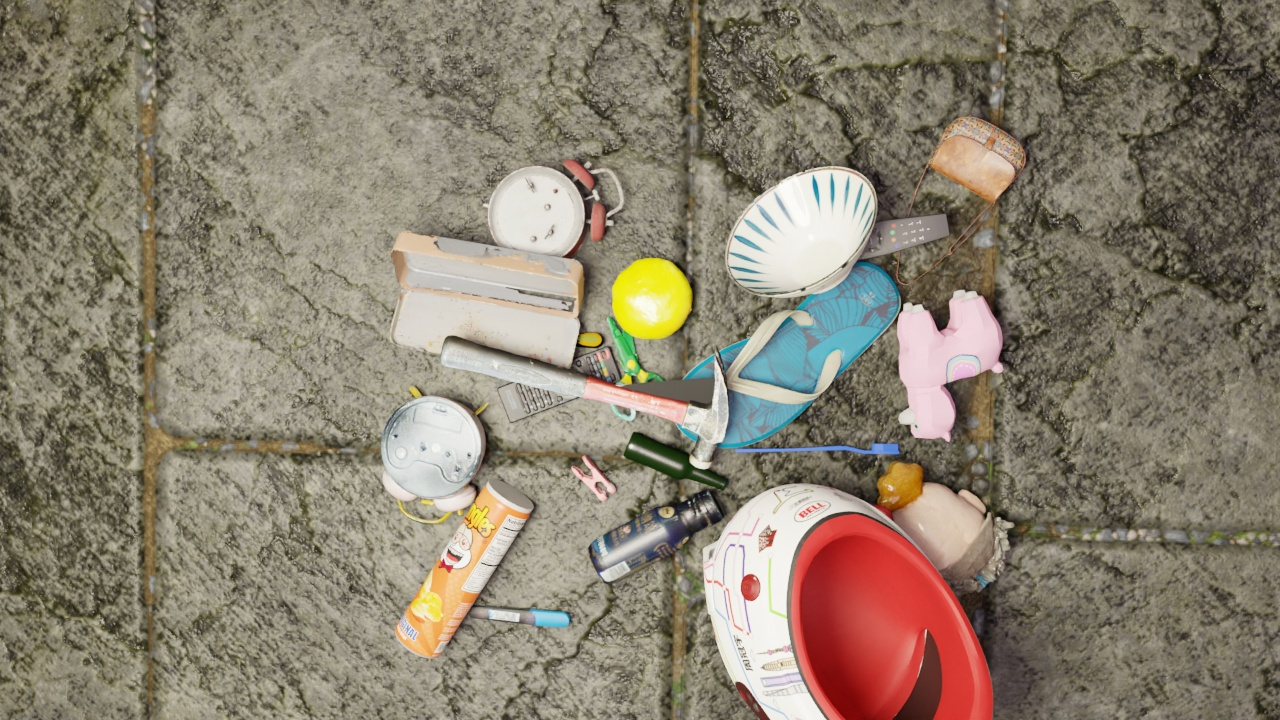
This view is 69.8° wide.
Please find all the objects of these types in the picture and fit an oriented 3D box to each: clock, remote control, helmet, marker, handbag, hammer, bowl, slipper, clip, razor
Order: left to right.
[{"bbox_3d":[-0.240,0.116,1.071,0.117,0.058,0.158,12,94,4],"label":"clock"},{"bbox_3d":[-0.144,0.305,1.097,0.123,0.015,0.018,3,96,7],"label":"marker"},{"bbox_3d":[-0.115,-0.025,1.072,0.144,0.021,0.044,2,77,5],"label":"razor"},{"bbox_3d":[-0.097,-0.171,1.043,0.157,0.062,0.110,-21,91,5],"label":"clock"},{"bbox_3d":[-0.095,0.028,1.075,0.140,0.021,0.045,-21,93,0],"label":"remote control"},{"bbox_3d":[-0.058,0.021,1.015,0.326,0.036,0.141,14,116,-1],"label":"hammer"},{"bbox_3d":[-0.050,0.134,1.077,0.039,0.022,0.059,-39,95,2],"label":"clip"},{"bbox_3d":[0.168,0.001,1.035,0.295,0.060,0.118,-38,94,6],"label":"slipper"},{"bbox_3d":[0.186,-0.123,1.005,0.177,0.177,0.071,-40,130,5],"label":"bowl"},{"bbox_3d":[0.199,0.282,0.957,0.230,0.237,0.314,-23,75,-21],"label":"helmet"},{"bbox_3d":[0.280,-0.139,1.029,0.125,0.010,0.039,-10,95,17],"label":"remote control"},{"bbox_3d":[0.342,-0.172,1.024,0.093,0.043,0.196,32,98,4],"label":"handbag"}]

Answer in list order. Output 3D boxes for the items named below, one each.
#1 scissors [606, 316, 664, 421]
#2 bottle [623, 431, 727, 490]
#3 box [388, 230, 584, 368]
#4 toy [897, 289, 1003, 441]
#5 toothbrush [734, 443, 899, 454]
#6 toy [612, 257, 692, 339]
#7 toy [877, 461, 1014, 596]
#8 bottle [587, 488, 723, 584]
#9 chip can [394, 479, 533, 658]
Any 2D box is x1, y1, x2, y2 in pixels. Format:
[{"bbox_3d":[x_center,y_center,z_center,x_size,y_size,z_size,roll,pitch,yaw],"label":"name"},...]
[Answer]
[{"bbox_3d":[-0.021,0.008,1.064,0.078,0.013,0.132,-26,89,-12],"label":"scissors"},{"bbox_3d":[0.042,0.120,1.063,0.123,0.033,0.033,23,94,2],"label":"bottle"},{"bbox_3d":[-0.177,-0.060,1.032,0.217,0.121,0.094,10,52,4],"label":"box"},{"bbox_3d":[0.340,0.007,1.019,0.123,0.067,0.157,-13,96,3],"label":"toy"},{"bbox_3d":[0.202,0.101,1.055,0.187,0.016,0.011,0,85,2],"label":"toothbrush"},{"bbox_3d":[0.013,-0.070,1.051,0.094,0.041,0.095,22,93,4],"label":"toy"},{"bbox_3d":[0.328,0.187,1.024,0.132,0.076,0.176,-39,90,-23],"label":"toy"},{"bbox_3d":[0.018,0.201,1.057,0.161,0.056,0.056,-28,91,5],"label":"bottle"},{"bbox_3d":[-0.206,0.243,1.073,0.062,0.062,0.210,33,95,2],"label":"chip can"}]
